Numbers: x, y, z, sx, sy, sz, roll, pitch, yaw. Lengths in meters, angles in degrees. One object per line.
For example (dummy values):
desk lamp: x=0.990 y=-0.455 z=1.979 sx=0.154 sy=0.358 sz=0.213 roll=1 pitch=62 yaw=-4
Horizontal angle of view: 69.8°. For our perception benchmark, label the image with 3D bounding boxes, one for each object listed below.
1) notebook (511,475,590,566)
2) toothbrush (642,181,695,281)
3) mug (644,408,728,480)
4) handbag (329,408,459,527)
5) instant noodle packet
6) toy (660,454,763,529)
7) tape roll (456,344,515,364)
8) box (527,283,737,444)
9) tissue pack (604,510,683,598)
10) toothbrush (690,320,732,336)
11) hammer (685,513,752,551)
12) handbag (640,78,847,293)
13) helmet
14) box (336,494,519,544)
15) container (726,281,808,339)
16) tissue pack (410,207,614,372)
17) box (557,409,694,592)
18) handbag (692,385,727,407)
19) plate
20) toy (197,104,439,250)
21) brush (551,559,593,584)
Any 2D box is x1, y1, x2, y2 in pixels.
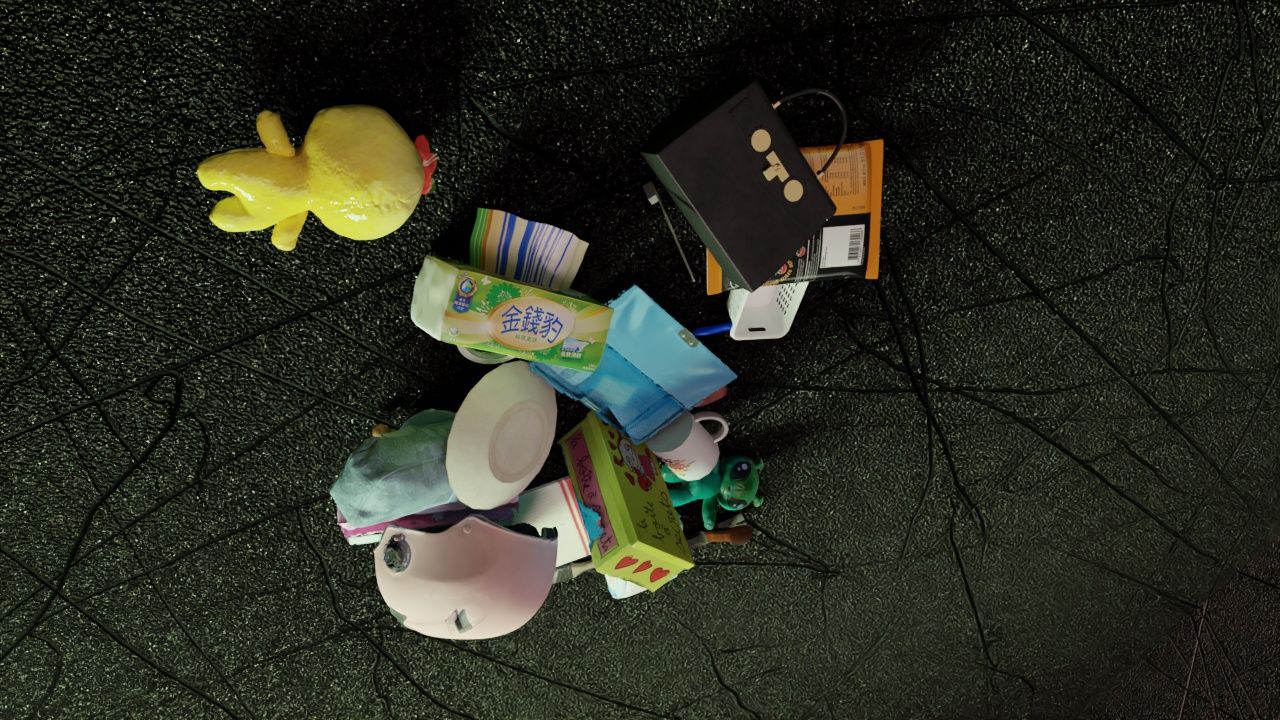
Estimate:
notebook: x=-0.123 y=0.245 z=1.374 sx=0.153 sy=0.012 sz=0.209 roll=-18 pitch=138 yaw=-6
toothbrush: x=0.028 y=-0.132 z=0.934 sx=0.010 sy=0.181 sz=0.010 roll=-29 pitch=132 yaw=10
mug: x=0.070 y=0.107 z=1.272 sx=0.105 sy=0.073 sz=0.089 roll=-32 pitch=137 yaw=10
handbag: x=-0.278 y=0.122 z=1.099 sx=0.191 sy=0.118 sz=0.122 roll=-12 pitch=143 yaw=-50
instant noodle packet: x=0.177 y=-0.164 z=1.042 sx=0.220 sy=0.032 sz=0.160 roll=-7 pitch=107 yaw=-17
toy: x=0.110 y=0.183 z=1.373 sx=0.193 sy=0.072 sz=0.131 roll=3 pitch=98 yaw=-26
tape roll: x=-0.170 y=-0.033 z=1.071 sx=0.093 sy=0.013 sz=0.093 roll=-13 pitch=137 yaw=-12
box: x=-0.007 y=0.007 z=1.156 sx=0.175 sy=0.033 sz=0.231 roll=-35 pitch=133 yaw=16
tissue pack: x=0.004 y=0.302 z=1.436 sx=0.112 sy=0.070 sz=0.182 roll=-18 pitch=138 yaw=-19
toothbrush: x=0.091 y=-0.042 z=1.174 sx=0.182 sy=0.016 sz=0.018 roll=-12 pitch=131 yaw=-12
hammer: x=0.123 y=0.259 z=1.367 sx=0.111 sy=0.028 sz=0.301 roll=-21 pitch=171 yaw=-8
handbag: x=0.134 y=-0.205 z=0.960 sx=0.196 sy=0.072 sz=0.176 roll=-38 pitch=110 yaw=-1
helmet: x=-0.235 y=0.294 z=1.228 sx=0.256 sy=0.152 sz=0.230 roll=-8 pitch=164 yaw=21
box: x=-0.281 y=0.215 z=1.240 sx=0.230 sy=0.035 sz=0.160 roll=-5 pitch=155 yaw=-12
container: x=0.154 y=-0.090 z=1.128 sx=0.080 sy=0.049 sz=0.129 roll=-3 pitch=134 yaw=-21
tissue pack: x=-0.129 y=-0.081 z=0.983 sx=0.197 sy=0.120 sz=0.141 roll=12 pitch=98 yaw=-39
box: x=-0.021 y=0.182 z=1.202 sx=0.081 sy=0.220 sz=0.124 roll=-42 pitch=132 yaw=18
handbag: x=0.073 y=0.011 z=1.217 sx=0.055 sy=0.029 sz=0.120 roll=-23 pitch=132 yaw=7
plate: x=-0.157 y=0.095 z=1.114 sx=0.188 sy=0.027 sz=0.189 roll=-29 pitch=128 yaw=-46
toy: x=-0.285 y=-0.163 z=0.834 sx=0.207 sy=0.092 sz=0.134 roll=-7 pitch=132 yaw=-14
brush: x=-0.112 y=0.337 z=1.470 sx=0.151 sy=0.012 sz=0.039 roll=-13 pitch=136 yaw=-11
